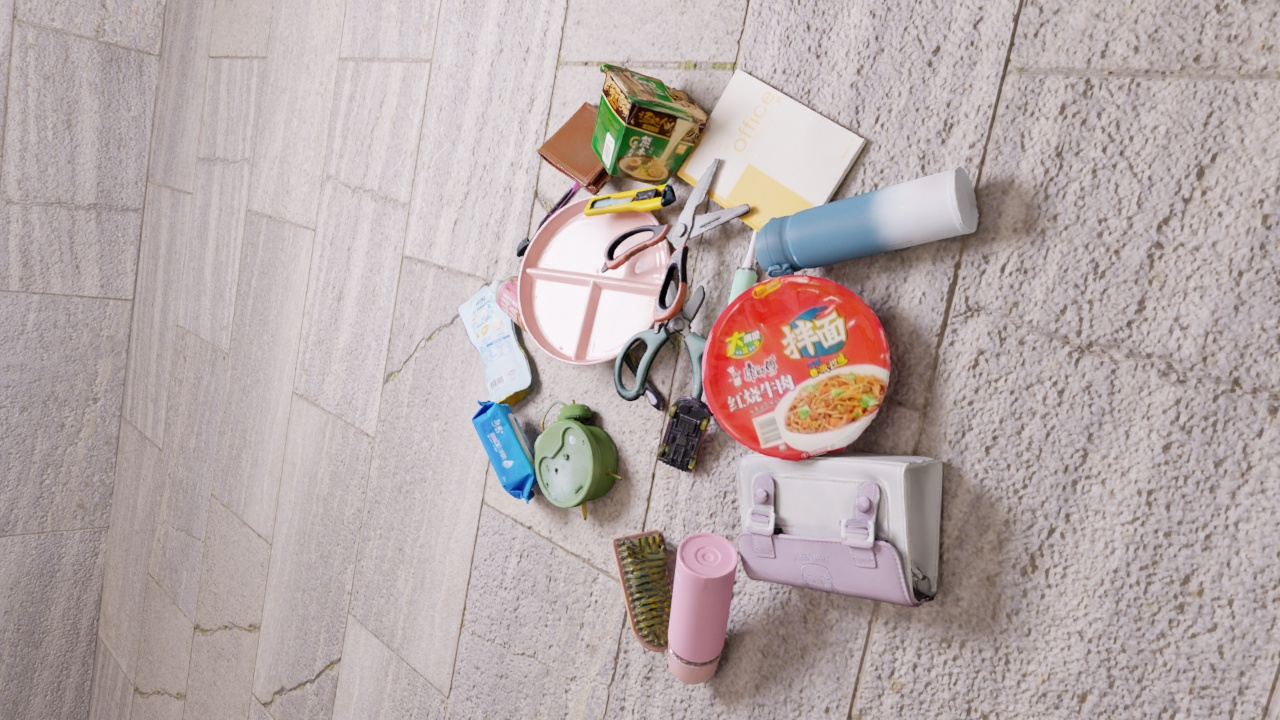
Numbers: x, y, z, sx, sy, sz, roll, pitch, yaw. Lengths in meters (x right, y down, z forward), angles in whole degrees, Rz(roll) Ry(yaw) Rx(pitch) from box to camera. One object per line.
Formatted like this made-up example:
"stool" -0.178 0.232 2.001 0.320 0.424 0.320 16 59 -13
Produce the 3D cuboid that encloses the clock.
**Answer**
"clock" -0.092 0.125 1.238 0.116 0.056 0.161 -50 57 30

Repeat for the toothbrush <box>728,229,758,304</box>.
"toothbrush" 0.115 -0.071 1.062 0.027 0.026 0.224 16 95 45

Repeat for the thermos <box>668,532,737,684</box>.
"thermos" 0.066 0.278 1.037 0.087 0.067 0.199 -97 8 -52

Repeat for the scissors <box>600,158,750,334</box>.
"scissors" 0.036 -0.144 1.104 0.189 0.015 0.222 26 96 41

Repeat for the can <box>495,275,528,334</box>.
"can" -0.144 -0.062 1.293 0.147 0.057 0.058 40 115 37

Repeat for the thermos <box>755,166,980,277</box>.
"thermos" 0.221 -0.133 0.924 0.221 0.070 0.070 -11 80 36

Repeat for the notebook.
"notebook" 0.142 -0.230 1.047 0.206 0.010 0.146 44 111 36

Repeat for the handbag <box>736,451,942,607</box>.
"handbag" 0.198 0.167 0.936 0.197 0.098 0.145 -3 92 44

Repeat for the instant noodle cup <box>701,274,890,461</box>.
"instant noodle cup" 0.164 0.011 0.958 0.194 0.066 0.193 -5 77 19

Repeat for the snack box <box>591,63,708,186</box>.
"snack box" 0.000 -0.280 1.118 0.106 0.117 0.118 -64 33 28

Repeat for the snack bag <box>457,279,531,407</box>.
"snack bag" -0.218 -0.025 1.377 0.111 0.038 0.191 -38 62 42

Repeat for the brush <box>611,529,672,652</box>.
"brush" 0.008 0.287 1.137 0.073 0.063 0.145 137 122 -68

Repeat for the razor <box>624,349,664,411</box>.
"razor" -0.007 0.007 1.184 0.043 0.022 0.142 -48 58 34

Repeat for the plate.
"plate" -0.059 -0.104 1.195 0.230 0.028 0.229 -6 77 28

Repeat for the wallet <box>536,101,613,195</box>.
"wallet" -0.069 -0.287 1.227 0.101 0.032 0.124 -48 54 -2

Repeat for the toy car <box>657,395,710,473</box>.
"toy car" 0.054 0.086 1.096 0.049 0.031 0.106 20 125 9

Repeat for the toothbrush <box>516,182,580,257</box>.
"toothbrush" -0.126 -0.213 1.313 0.190 0.014 0.017 -44 48 33

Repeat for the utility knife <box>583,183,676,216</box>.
"utility knife" -0.016 -0.198 1.147 0.155 0.015 0.033 -1 67 43

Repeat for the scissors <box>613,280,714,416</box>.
"scissors" 0.028 -0.007 1.114 0.179 0.019 0.173 -16 86 21

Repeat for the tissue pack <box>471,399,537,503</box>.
"tissue pack" -0.182 0.125 1.288 0.052 0.095 0.157 -26 86 -1
